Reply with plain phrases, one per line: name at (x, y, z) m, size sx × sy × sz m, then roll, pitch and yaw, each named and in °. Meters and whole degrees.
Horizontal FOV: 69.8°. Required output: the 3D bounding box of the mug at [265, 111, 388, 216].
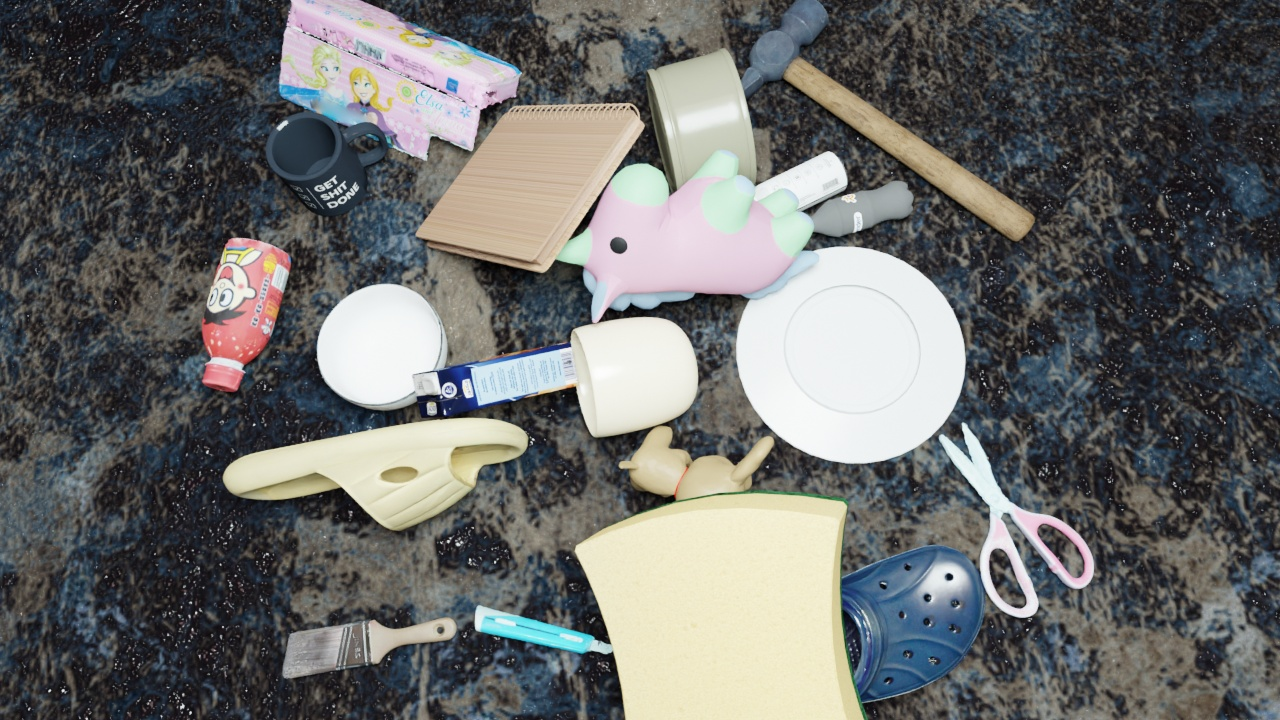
mug at (-0.295, -0.195, 0.885) m, size 0.105 × 0.077 × 0.071 m, roll -27°, pitch 74°, yaw -5°

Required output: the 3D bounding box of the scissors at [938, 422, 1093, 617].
scissors at (0.302, 0.138, 0.796) m, size 0.105 × 0.016 × 0.179 m, roll -36°, pitch 76°, yaw -7°

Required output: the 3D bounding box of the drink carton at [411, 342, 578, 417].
drink carton at (-0.126, 0.017, 0.793) m, size 0.129 × 0.064 × 0.040 m, roll -13°, pitch 93°, yaw -32°

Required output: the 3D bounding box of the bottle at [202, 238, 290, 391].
bottle at (-0.372, -0.040, 0.853) m, size 0.062 × 0.062 × 0.137 m, roll 8°, pitch 73°, yaw 5°

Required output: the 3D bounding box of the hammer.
hammer at (0.240, -0.218, 0.891) m, size 0.322 × 0.040 × 0.129 m, roll 39°, pitch 83°, yaw 11°

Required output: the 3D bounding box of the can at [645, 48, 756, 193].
can at (0.055, -0.215, 0.849) m, size 0.073 × 0.128 × 0.127 m, roll -14°, pitch 74°, yaw 0°

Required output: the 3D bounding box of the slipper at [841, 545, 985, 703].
slipper at (0.164, 0.228, 0.736) m, size 0.253 × 0.095 × 0.105 m, roll -21°, pitch 72°, yaw 1°

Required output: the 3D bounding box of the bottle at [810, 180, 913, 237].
bottle at (0.201, -0.140, 0.868) m, size 0.110 × 0.036 × 0.036 m, roll -16°, pitch 74°, yaw -2°

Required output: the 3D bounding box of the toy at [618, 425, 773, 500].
toy at (0.043, 0.105, 0.774) m, size 0.108 × 0.105 × 0.134 m, roll 24°, pitch 98°, yaw 19°

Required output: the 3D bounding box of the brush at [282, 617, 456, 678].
brush at (-0.233, 0.243, 0.790) m, size 0.151 × 0.012 × 0.039 m, roll -9°, pitch 73°, yaw 0°

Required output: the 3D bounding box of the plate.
plate at (0.193, -0.010, 0.842) m, size 0.208 × 0.015 × 0.208 m, roll -1°, pitch 74°, yaw 2°

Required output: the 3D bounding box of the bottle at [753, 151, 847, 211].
bottle at (0.137, -0.157, 0.874) m, size 0.116 × 0.041 × 0.041 m, roll -26°, pitch 74°, yaw -5°

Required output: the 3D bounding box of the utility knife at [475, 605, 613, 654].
utility knife at (-0.082, 0.233, 0.785) m, size 0.124 × 0.015 × 0.022 m, roll 10°, pitch 45°, yaw 4°

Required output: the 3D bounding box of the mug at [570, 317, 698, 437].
mug at (-0.005, 0.005, 0.811) m, size 0.099 × 0.096 × 0.120 m, roll -11°, pitch 33°, yaw -12°

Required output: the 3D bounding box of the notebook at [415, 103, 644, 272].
notebook at (-0.104, -0.165, 0.830) m, size 0.211 × 0.022 × 0.169 m, roll 18°, pitch 70°, yaw 49°

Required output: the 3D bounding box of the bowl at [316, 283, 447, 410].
bowl at (-0.228, -0.007, 0.835) m, size 0.113 × 0.063 × 0.113 m, roll -1°, pitch 74°, yaw 2°

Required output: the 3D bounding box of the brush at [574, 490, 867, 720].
brush at (0.071, 0.228, 0.683) m, size 0.195 × 0.075 × 0.250 m, roll -10°, pitch 89°, yaw 18°

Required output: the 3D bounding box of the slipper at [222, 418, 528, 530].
slipper at (-0.225, 0.105, 0.780) m, size 0.261 × 0.111 × 0.079 m, roll -9°, pitch 71°, yaw 4°

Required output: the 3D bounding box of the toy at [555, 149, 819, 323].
toy at (0.047, -0.097, 0.810) m, size 0.171 × 0.222 × 0.120 m, roll -49°, pitch 36°, yaw 26°

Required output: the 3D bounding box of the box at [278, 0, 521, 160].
box at (-0.247, -0.284, 0.934) m, size 0.230 × 0.106 × 0.086 m, roll 25°, pitch 33°, yaw 9°
